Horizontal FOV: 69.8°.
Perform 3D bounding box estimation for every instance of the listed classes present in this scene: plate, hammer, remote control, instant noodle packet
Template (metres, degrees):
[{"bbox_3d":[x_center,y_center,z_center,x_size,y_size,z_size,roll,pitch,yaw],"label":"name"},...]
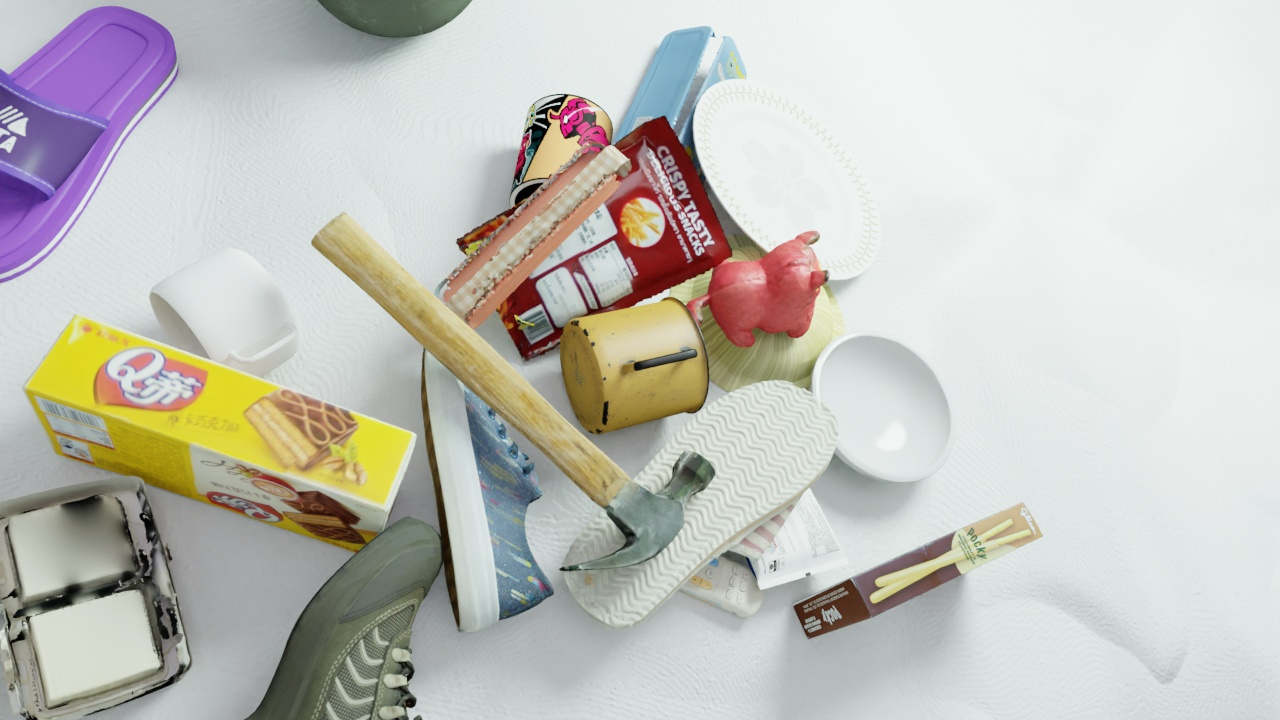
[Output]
[{"bbox_3d":[0.150,-0.184,0.934,0.242,0.016,0.242,18,55,-27],"label":"plate"},{"bbox_3d":[-0.100,0.022,0.656,0.330,0.033,0.132,43,65,-7],"label":"hammer"},{"bbox_3d":[0.042,0.169,0.744,0.125,0.018,0.038,24,59,-6],"label":"remote control"},{"bbox_3d":[0.121,-0.049,0.868,0.184,0.036,0.184,8,63,-16],"label":"plate"},{"bbox_3d":[0.112,0.122,0.779,0.087,0.026,0.134,-10,59,-24],"label":"instant noodle packet"}]

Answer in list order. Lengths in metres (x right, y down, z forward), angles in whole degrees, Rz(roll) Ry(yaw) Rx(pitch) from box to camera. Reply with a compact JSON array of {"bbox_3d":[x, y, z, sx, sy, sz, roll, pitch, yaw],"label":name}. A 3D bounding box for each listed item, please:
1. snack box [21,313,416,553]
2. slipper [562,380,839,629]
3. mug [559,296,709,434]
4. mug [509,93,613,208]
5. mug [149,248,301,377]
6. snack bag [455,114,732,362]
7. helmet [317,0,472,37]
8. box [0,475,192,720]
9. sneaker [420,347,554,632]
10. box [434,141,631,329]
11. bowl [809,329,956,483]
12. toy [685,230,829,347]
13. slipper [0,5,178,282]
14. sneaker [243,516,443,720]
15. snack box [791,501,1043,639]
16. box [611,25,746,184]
[{"bbox_3d":[-0.279,0.058,0.628,0.230,0.110,0.061,21,57,-9],"label":"snack box"},{"bbox_3d":[0.053,0.116,0.732,0.262,0.052,0.115,-37,68,-23],"label":"slipper"},{"bbox_3d":[-0.004,0.004,0.747,0.094,0.124,0.100,-13,91,-23],"label":"mug"},{"bbox_3d":[-0.058,-0.170,0.845,0.118,0.082,0.098,30,54,-37],"label":"mug"},{"bbox_3d":[-0.293,-0.026,0.665,0.116,0.094,0.067,24,49,37],"label":"mug"},{"bbox_3d":[-0.036,-0.098,0.772,0.208,0.066,0.139,-29,105,-1],"label":"snack bag"},{"bbox_3d":[-0.222,-0.400,0.846,0.227,0.154,0.267,26,64,-8],"label":"helmet"},{"bbox_3d":[-0.392,0.162,0.574,0.187,0.058,0.144,-13,69,-28],"label":"box"},{"bbox_3d":[-0.117,0.079,0.691,0.079,0.088,0.235,-7,71,-18],"label":"sneaker"},{"bbox_3d":[-0.085,-0.101,0.711,0.187,0.056,0.071,-46,55,-6],"label":"box"},{"bbox_3d":[0.217,0.047,0.851,0.149,0.043,0.149,8,63,-17],"label":"bowl"},{"bbox_3d":[0.098,-0.066,0.791,0.132,0.094,0.088,-13,70,-22],"label":"toy"},{"bbox_3d":[-0.457,-0.193,0.701,0.107,0.084,0.265,25,59,-7],"label":"slipper"},{"bbox_3d":[-0.168,0.225,0.590,0.143,0.101,0.237,30,63,1],"label":"sneaker"},{"bbox_3d":[0.229,0.174,0.760,0.185,0.101,0.031,-15,71,-26],"label":"snack box"},{"bbox_3d":[0.040,-0.253,0.946,0.085,0.073,0.208,50,50,-40],"label":"box"}]
